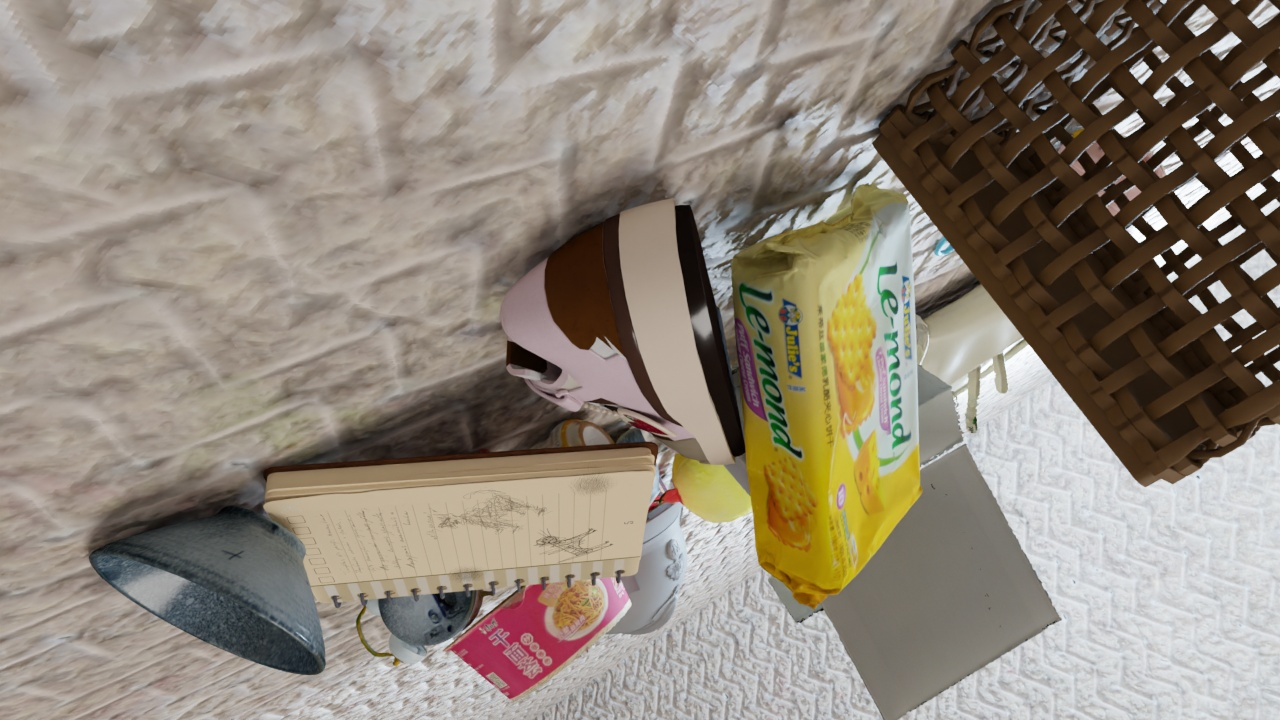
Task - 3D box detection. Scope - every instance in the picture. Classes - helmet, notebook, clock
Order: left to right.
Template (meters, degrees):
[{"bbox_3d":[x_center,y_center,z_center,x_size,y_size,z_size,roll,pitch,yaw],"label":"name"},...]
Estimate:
[{"bbox_3d":[-0.189,0.207,0.783,0.117,0.083,0.057,-31,167,-3],"label":"clock"},{"bbox_3d":[-0.106,0.110,0.587,0.225,0.024,0.168,-3,144,-8],"label":"notebook"},{"bbox_3d":[-0.009,0.255,1.054,0.272,0.117,0.182,-40,174,40],"label":"helmet"}]

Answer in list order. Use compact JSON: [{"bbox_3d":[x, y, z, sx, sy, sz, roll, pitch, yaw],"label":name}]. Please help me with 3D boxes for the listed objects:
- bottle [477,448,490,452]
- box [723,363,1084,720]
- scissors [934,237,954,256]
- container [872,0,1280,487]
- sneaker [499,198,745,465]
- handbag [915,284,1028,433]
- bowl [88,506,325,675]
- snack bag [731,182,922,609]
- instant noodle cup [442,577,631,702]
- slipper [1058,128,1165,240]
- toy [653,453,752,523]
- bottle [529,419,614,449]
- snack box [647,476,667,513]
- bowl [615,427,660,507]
[{"bbox_3d":[-0.147,0.105,0.653,0.109,0.044,0.044,-29,161,-4],"label":"bottle"},{"bbox_3d":[0.190,0.126,0.750,0.167,0.330,0.165,-28,173,-8],"label":"box"},{"bbox_3d":[0.303,-0.135,0.776,0.129,0.015,0.135,-26,166,-16],"label":"scissors"},{"bbox_3d":[0.323,-0.105,0.515,0.219,0.251,0.215,-8,151,-48],"label":"container"},{"bbox_3d":[-0.005,0.008,0.563,0.116,0.111,0.294,-11,164,7],"label":"sneaker"},{"bbox_3d":[0.367,-0.019,0.998,0.229,0.132,0.184,-32,155,-5],"label":"handbag"},{"bbox_3d":[-0.227,0.120,0.517,0.137,0.137,0.057,119,-5,-55],"label":"bowl"},{"bbox_3d":[0.121,0.021,0.583,0.068,0.247,0.159,5,-160,34],"label":"snack bag"},{"bbox_3d":[-0.084,0.235,0.833,0.178,0.077,0.179,-38,174,-5],"label":"instant noodle cup"},{"bbox_3d":[0.404,-0.151,0.779,0.081,0.093,0.197,-45,158,7],"label":"slipper"},{"bbox_3d":[0.105,0.082,0.905,0.207,0.092,0.134,-52,158,1],"label":"toy"},{"bbox_3d":[-0.068,0.094,0.711,0.109,0.063,0.063,-41,159,25],"label":"bottle"},{"bbox_3d":[-0.059,0.163,0.933,0.152,0.036,0.132,-35,160,11],"label":"snack box"},{"bbox_3d":[-0.018,0.114,0.787,0.110,0.055,0.110,-53,173,-9],"label":"bowl"}]
